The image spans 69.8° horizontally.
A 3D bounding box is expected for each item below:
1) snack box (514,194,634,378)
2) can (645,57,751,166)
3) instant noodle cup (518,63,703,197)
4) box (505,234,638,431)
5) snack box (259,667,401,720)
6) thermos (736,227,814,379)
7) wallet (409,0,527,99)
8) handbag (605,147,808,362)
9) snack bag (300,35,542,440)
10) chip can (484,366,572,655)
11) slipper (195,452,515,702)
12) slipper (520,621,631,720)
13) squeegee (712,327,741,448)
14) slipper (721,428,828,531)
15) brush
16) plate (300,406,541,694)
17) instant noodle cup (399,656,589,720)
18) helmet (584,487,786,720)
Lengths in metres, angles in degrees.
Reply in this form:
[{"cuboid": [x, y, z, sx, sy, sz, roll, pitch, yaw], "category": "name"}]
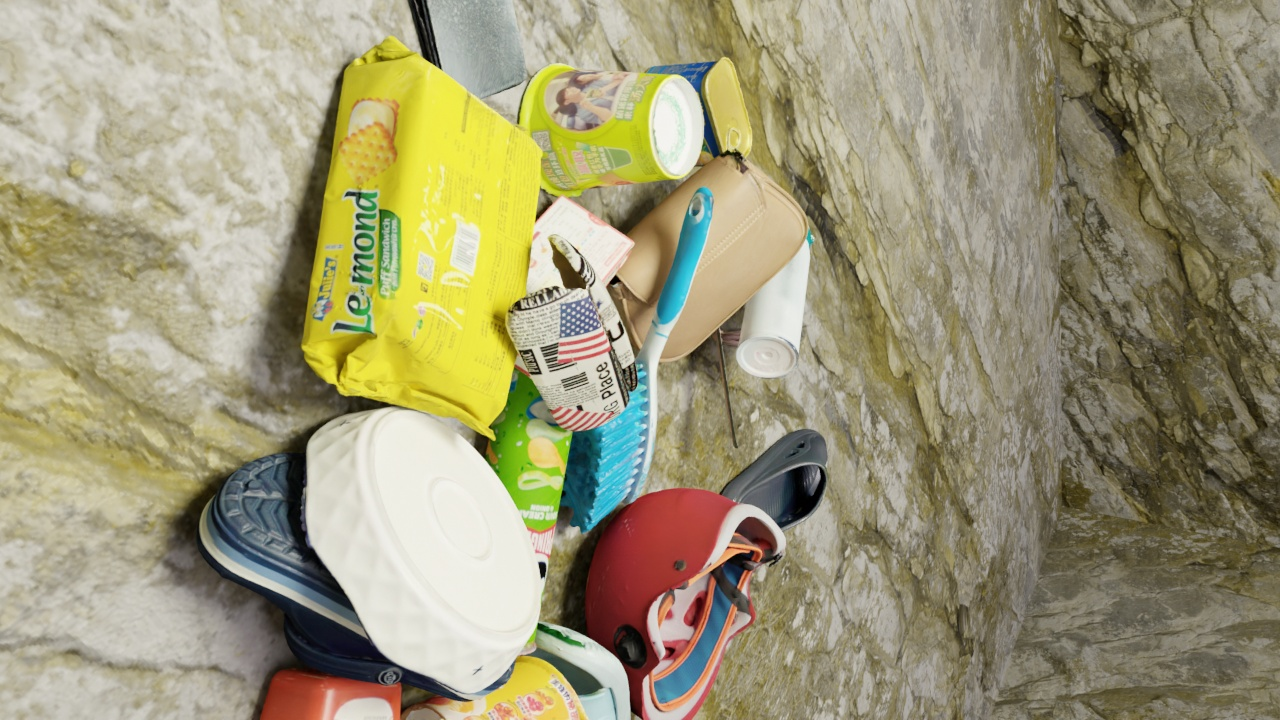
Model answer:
[{"cuboid": [-0.076, -0.064, 0.745, 0.155, 0.077, 0.027, -54, 176, -34], "category": "snack box"}, {"cuboid": [0.052, -0.236, 0.886, 0.057, 0.083, 0.102, -55, 138, -33], "category": "can"}, {"cuboid": [-0.018, -0.190, 0.758, 0.111, 0.124, 0.112, -17, 111, -53], "category": "instant noodle cup"}, {"cuboid": [-0.052, -0.012, 0.678, 0.086, 0.075, 0.162, -38, 146, -15], "category": "box"}, {"cuboid": [-0.208, 0.251, 0.619, 0.091, 0.082, 0.080, 29, 63, -55], "category": "snack box"}, {"cuboid": [0.154, -0.084, 1.044, 0.223, 0.073, 0.073, -75, 149, -41], "category": "thermos"}, {"cuboid": [-0.127, -0.255, 0.682, 0.097, 0.019, 0.121, -41, 131, -44], "category": "wallet"}, {"cuboid": [0.051, -0.101, 0.866, 0.204, 0.100, 0.148, -41, 142, -1], "category": "handbag"}, {"cuboid": [-0.136, -0.080, 0.623, 0.158, 0.068, 0.246, 27, 63, -55], "category": "snack bag"}, {"cuboid": [-0.100, 0.114, 0.752, 0.072, 0.072, 0.236, 16, 84, -56], "category": "chip can"}, {"cuboid": [-0.190, 0.157, 0.619, 0.095, 0.105, 0.253, -37, 124, 12], "category": "slipper"}, {"cuboid": [-0.063, 0.328, 0.832, 0.074, 0.104, 0.246, -44, 137, -39], "category": "slipper"}, {"cuboid": [0.126, -0.027, 1.080, 0.249, 0.040, 0.247, 0, 80, -61], "category": "squeegee"}, {"cuboid": [0.194, 0.173, 1.185, 0.267, 0.083, 0.111, -22, 117, -50], "category": "slipper"}, {"cuboid": [-0.005, 0.005, 0.801, 0.109, 0.060, 0.315, -15, 126, -38], "category": "brush"}, {"cuboid": [-0.135, 0.116, 0.614, 0.205, 0.046, 0.204, 54, 12, -17], "category": "plate"}, {"cuboid": [-0.122, 0.311, 0.717, 0.109, 0.138, 0.138, 4, 94, -48], "category": "instant noodle cup"}, {"cuboid": [0.023, 0.229, 0.898, 0.206, 0.144, 0.240, 3, 110, -57], "category": "helmet"}]
